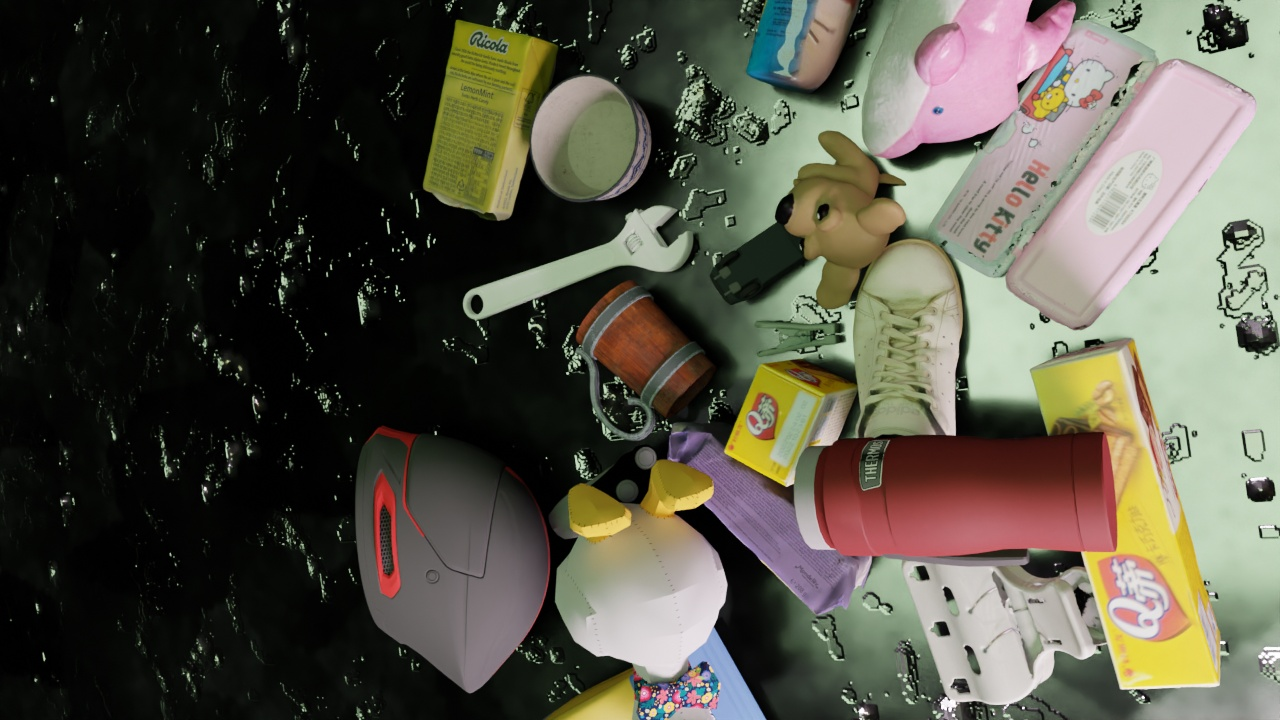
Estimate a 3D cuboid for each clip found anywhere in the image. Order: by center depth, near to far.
[{"bbox_3d":[0.294,0.199,0.724,0.152,0.091,0.125,-25,83,39],"label":"clip"},{"bbox_3d":[0.137,-0.022,0.809,0.074,0.023,0.035,-3,91,26],"label":"clip"}]

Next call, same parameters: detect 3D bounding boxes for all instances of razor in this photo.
[{"bbox_3d":[-0.034,0.135,0.893,0.157,0.060,0.057,-34,90,44],"label":"razor"}]

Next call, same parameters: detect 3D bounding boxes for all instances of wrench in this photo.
[{"bbox_3d":[-0.071,-0.089,0.914,0.274,0.018,0.066,-16,86,28],"label":"wrench"}]

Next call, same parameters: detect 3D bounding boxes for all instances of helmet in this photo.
[{"bbox_3d":[-0.175,0.190,0.905,0.170,0.164,0.264,-5,85,-1],"label":"helmet"}]

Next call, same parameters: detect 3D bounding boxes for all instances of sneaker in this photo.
[{"bbox_3d":[0.206,0.023,0.731,0.089,0.102,0.241,-1,93,27],"label":"sneaker"}]

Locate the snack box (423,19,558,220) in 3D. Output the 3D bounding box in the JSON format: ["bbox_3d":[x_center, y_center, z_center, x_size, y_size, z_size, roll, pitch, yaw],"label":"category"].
[{"bbox_3d":[-0.154,-0.240,0.923,0.121,0.045,0.181,25,106,36],"label":"snack box"}]

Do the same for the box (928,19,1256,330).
[{"bbox_3d":[0.330,-0.140,0.691,0.154,0.044,0.201,38,108,21],"label":"box"}]

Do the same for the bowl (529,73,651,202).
[{"bbox_3d":[-0.040,-0.205,0.866,0.116,0.059,0.115,2,94,27],"label":"bowl"}]

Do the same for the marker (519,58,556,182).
[{"bbox_3d":[-0.107,-0.239,0.919,0.022,0.016,0.139,46,119,61],"label":"marker"}]

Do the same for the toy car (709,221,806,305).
[{"bbox_3d":[0.115,-0.093,0.807,0.112,0.034,0.046,-34,81,9],"label":"toy car"}]

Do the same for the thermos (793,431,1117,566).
[{"bbox_3d":[0.217,0.101,0.637,0.199,0.083,0.108,-6,127,31],"label":"thermos"}]

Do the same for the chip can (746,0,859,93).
[{"bbox_3d":[0.154,-0.340,0.751,0.080,0.079,0.230,21,103,24],"label":"chip can"}]

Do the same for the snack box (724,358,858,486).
[{"bbox_3d":[0.129,0.049,0.771,0.061,0.105,0.084,27,104,25],"label":"snack box"}]

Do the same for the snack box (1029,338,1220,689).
[{"bbox_3d":[0.350,0.104,0.659,0.062,0.109,0.230,-17,86,33],"label":"snack box"}]

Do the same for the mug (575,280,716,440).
[{"bbox_3d":[-0.005,0.005,0.847,0.111,0.081,0.117,44,93,14],"label":"mug"}]

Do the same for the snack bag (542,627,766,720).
[{"bbox_3d":[0.019,0.366,0.863,0.205,0.102,0.159,-32,79,8],"label":"snack bag"}]

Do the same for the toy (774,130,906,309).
[{"bbox_3d":[0.162,-0.124,0.739,0.106,0.134,0.108,16,57,-4],"label":"toy"}]

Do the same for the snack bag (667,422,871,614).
[{"bbox_3d":[0.112,0.125,0.793,0.205,0.096,0.058,44,105,17],"label":"snack bag"}]

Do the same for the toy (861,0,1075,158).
[{"bbox_3d":[0.259,-0.258,0.671,0.128,0.186,0.266,17,129,-5],"label":"toy"}]

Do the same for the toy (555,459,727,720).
[{"bbox_3d":[0.005,0.216,0.776,0.247,0.140,0.268,-142,42,-59],"label":"toy"}]
